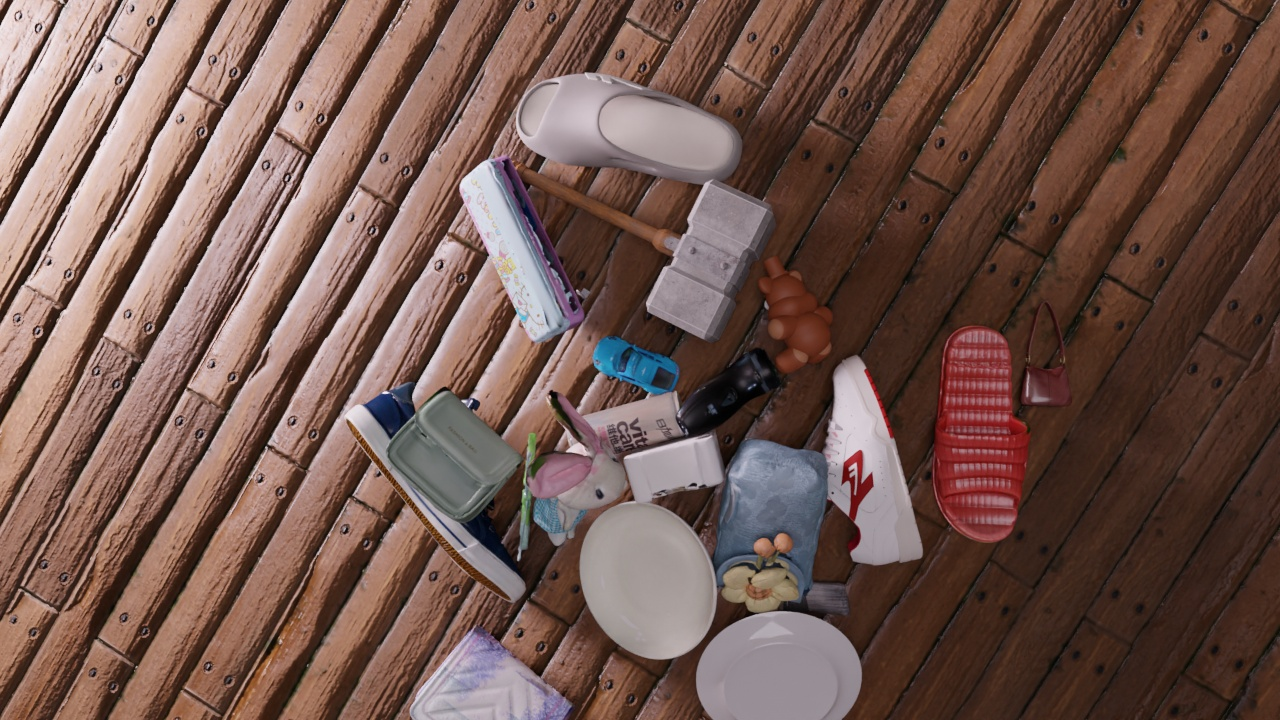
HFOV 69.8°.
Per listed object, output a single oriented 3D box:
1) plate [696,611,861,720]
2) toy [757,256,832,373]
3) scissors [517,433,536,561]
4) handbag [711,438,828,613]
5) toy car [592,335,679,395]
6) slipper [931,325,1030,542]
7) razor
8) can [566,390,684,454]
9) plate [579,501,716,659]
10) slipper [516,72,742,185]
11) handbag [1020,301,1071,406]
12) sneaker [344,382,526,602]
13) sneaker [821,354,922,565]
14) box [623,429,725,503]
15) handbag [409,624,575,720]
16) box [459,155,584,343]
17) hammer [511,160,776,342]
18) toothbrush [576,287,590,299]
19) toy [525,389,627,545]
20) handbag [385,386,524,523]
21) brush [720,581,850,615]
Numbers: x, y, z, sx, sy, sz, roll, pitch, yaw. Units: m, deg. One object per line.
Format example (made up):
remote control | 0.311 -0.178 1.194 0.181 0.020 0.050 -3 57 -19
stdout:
plate | 0.159 0.370 1.047 0.188 0.016 0.189 1 112 2
toy | 0.170 -0.055 1.050 0.094 0.065 0.127 -15 75 -36
scissors | -0.129 0.157 1.050 0.021 0.171 0.173 9 137 -6
handbag | 0.143 0.190 1.013 0.122 0.118 0.192 13 114 10
toy car | -0.006 0.006 1.079 0.105 0.032 0.048 23 93 5
slipper | 0.384 0.084 1.034 0.103 0.059 0.248 -2 90 5
razor | 0.102 0.038 1.039 0.140 0.064 0.053 -34 97 -25
can | -0.015 0.078 1.068 0.136 0.054 0.054 -15 90 7
plate | 0.013 0.249 1.057 0.183 0.034 0.182 4 97 31
slipper | -0.014 -0.271 1.043 0.266 0.080 0.113 16 84 5
handbag | 0.461 -0.008 1.043 0.055 0.029 0.119 1 86 3
sneaker | -0.210 0.144 1.078 0.127 0.121 0.294 -37 87 -23
sneaker | 0.238 0.118 1.039 0.104 0.090 0.236 -15 93 11
box | 0.046 0.136 1.042 0.107 0.102 0.091 -18 91 6
handbag | -0.176 0.411 1.089 0.158 0.069 0.126 40 80 2
box | -0.133 -0.128 1.058 0.065 0.078 0.214 -25 89 -30
hammer | -0.021 -0.162 1.061 0.318 0.083 0.163 27 93 11
toothbrush | -0.063 -0.076 1.007 0.010 0.181 0.010 34 90 -3
toy | -0.069 0.146 1.018 0.106 0.130 0.206 11 137 3
handbag | -0.205 0.105 1.000 0.122 0.067 0.106 41 77 4
brush | 0.170 0.276 1.079 0.151 0.012 0.039 2 91 6
